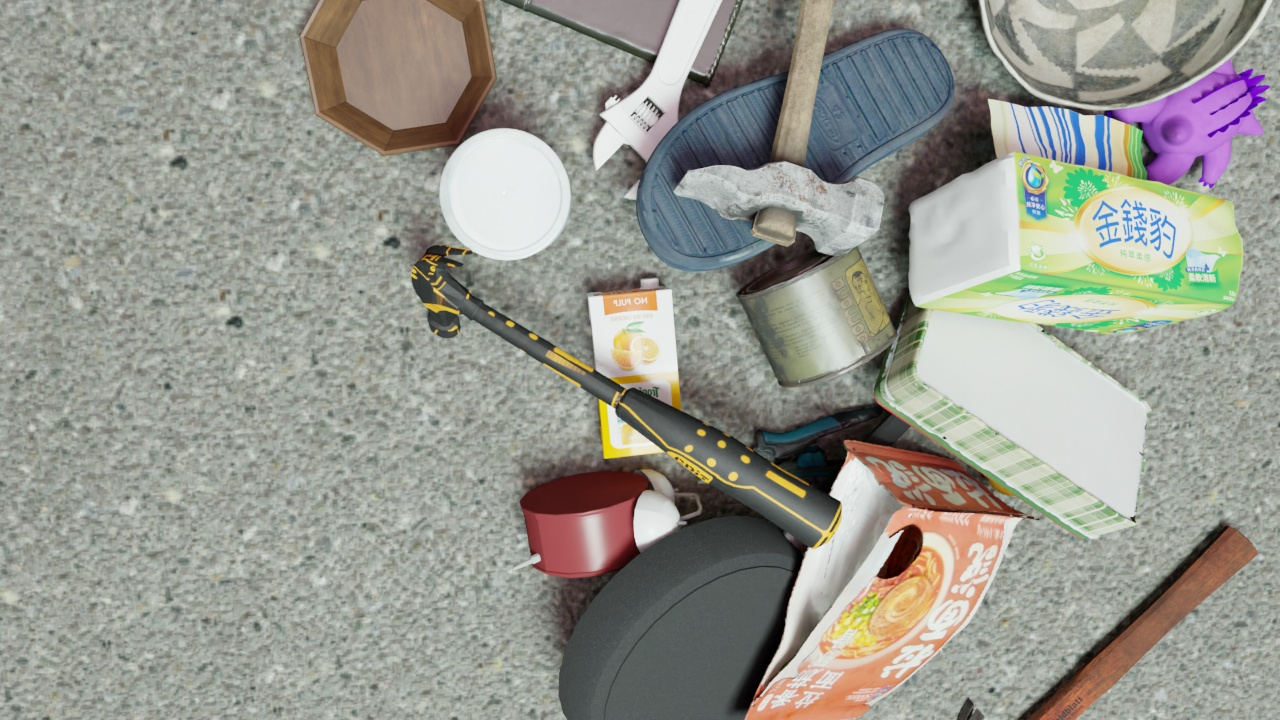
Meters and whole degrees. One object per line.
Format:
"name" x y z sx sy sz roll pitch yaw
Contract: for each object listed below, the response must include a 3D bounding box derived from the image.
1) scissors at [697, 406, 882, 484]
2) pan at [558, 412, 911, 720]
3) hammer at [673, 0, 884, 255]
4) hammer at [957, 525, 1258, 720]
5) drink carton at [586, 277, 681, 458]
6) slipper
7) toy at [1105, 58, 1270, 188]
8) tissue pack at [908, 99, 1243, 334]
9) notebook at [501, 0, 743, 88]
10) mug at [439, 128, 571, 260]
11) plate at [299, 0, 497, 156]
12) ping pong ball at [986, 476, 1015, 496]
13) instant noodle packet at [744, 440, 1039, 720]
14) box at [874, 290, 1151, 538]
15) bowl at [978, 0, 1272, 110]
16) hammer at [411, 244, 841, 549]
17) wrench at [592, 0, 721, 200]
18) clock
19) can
"scissors" 0.122 0.074 0.693 0.144 0.019 0.126 29 94 -9
"pan" 0.095 0.152 0.652 0.355 0.044 0.204 -45 131 -3
"hammer" 0.111 -0.222 0.587 0.121 0.049 0.318 15 75 -11
"hammer" 0.373 0.247 0.736 0.301 0.028 0.111 -45 100 3
"drink carton" -0.004 0.004 0.663 0.058 0.040 0.122 -6 99 -4
"slipper" 0.100 -0.145 0.635 0.263 0.083 0.101 -33 93 -18
"toy" 0.399 -0.176 0.658 0.088 0.056 0.106 -30 98 -2
"tissue pack" 0.290 -0.103 0.620 0.197 0.120 0.141 7 78 -26
"notebook" -0.018 -0.304 0.622 0.209 0.029 0.169 20 99 -11
"mug" -0.086 -0.108 0.606 0.082 0.105 0.082 -1 98 -5
"plate" -0.163 -0.205 0.626 0.131 0.025 0.131 -1 99 -4
"ping pong ball" 0.283 0.083 0.697 0.040 0.040 0.040 -1 99 -5
"instant noodle packet" 0.165 0.177 0.660 0.164 0.084 0.221 12 110 -43
"box" 0.272 0.031 0.661 0.205 0.050 0.117 32 57 -10
"bowl" 0.321 -0.265 0.618 0.178 0.081 0.179 8 120 14
"hammer" -0.012 0.024 0.594 0.320 0.123 0.036 31 66 6
"wrench" 0.039 -0.239 0.619 0.066 0.018 0.273 23 100 -9
"clock" -0.025 0.113 0.651 0.137 0.096 0.048 -8 100 0
"can" 0.122 -0.034 0.642 0.090 0.090 0.074 -27 99 0
